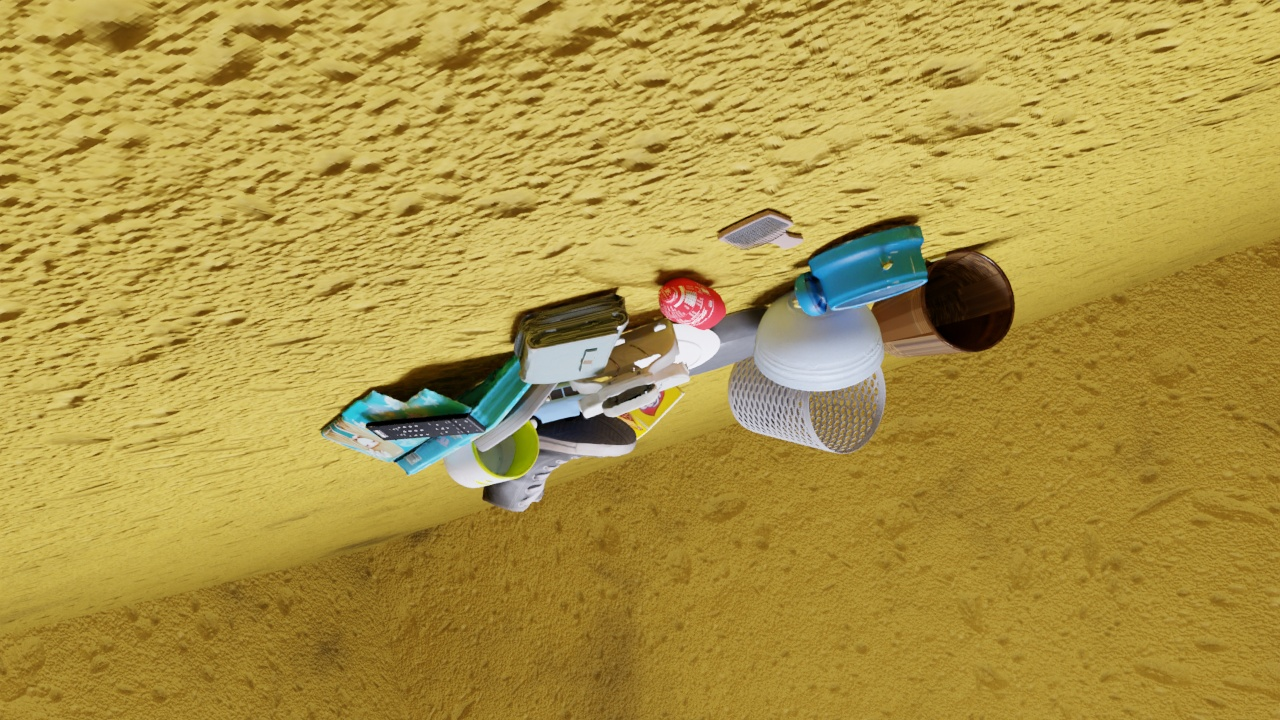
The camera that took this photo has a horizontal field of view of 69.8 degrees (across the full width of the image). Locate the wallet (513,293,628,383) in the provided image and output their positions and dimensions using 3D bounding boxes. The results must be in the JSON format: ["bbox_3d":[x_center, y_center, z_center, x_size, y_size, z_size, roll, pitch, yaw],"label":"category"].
[{"bbox_3d":[-0.066,-0.018,0.857,0.100,0.054,0.132,-18,167,-13],"label":"wallet"}]

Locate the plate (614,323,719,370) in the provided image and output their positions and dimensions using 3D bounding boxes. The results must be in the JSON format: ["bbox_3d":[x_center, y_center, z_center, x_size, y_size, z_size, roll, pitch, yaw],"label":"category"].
[{"bbox_3d":[0.027,-0.006,1.078,0.134,0.011,0.135,-6,155,-3],"label":"plate"}]

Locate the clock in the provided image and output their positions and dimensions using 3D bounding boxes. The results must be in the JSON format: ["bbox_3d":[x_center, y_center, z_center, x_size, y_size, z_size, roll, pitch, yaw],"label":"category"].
[{"bbox_3d":[0.226,-0.089,0.951,0.116,0.060,0.162,-13,172,-34],"label":"clock"}]

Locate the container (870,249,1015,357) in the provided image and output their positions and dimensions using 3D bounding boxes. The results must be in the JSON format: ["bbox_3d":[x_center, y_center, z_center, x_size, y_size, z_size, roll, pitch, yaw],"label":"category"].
[{"bbox_3d":[0.394,-0.065,1.238,0.132,0.132,0.167,-15,176,-16],"label":"container"}]

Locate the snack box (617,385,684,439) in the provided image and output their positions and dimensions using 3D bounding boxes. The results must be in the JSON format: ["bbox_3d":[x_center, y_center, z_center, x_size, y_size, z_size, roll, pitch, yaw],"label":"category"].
[{"bbox_3d":[0.005,0.064,1.342,0.083,0.061,0.106,-45,180,-19],"label":"snack box"}]

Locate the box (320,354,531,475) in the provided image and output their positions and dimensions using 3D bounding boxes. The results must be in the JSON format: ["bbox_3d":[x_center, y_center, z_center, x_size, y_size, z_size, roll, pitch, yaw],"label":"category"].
[{"bbox_3d":[-0.223,0.067,0.979,0.171,0.084,0.228,-11,169,-39],"label":"box"}]

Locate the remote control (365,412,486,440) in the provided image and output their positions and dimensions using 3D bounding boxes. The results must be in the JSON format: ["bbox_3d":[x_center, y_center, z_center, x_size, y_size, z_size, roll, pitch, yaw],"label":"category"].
[{"bbox_3d":[-0.215,0.066,0.910,0.140,0.009,0.030,-7,143,32],"label":"remote control"}]

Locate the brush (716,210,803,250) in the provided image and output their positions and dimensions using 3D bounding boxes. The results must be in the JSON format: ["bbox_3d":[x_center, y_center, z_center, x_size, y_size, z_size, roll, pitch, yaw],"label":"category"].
[{"bbox_3d":[0.113,-0.104,0.786,0.050,0.015,0.135,-23,169,26],"label":"brush"}]

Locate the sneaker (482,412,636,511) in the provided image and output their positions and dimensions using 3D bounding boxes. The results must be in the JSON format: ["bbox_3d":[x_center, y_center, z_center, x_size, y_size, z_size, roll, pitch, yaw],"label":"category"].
[{"bbox_3d":[-0.118,0.137,1.251,0.235,0.120,0.095,-6,-152,4],"label":"sneaker"}]

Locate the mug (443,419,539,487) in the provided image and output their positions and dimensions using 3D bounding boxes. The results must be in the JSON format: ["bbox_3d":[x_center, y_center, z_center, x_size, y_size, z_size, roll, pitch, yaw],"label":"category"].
[{"bbox_3d":[-0.179,0.106,1.088,0.082,0.082,0.106,-12,174,-33],"label":"mug"}]

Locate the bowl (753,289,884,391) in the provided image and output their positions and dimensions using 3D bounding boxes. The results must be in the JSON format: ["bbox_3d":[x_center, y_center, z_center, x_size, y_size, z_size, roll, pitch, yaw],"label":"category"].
[{"bbox_3d":[0.204,-0.039,1.056,0.150,0.150,0.075,-16,127,-10],"label":"bowl"}]

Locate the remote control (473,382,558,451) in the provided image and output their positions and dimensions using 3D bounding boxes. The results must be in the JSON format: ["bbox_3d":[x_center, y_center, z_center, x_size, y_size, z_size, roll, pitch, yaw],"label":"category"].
[{"bbox_3d":[-0.129,0.050,1.002,0.074,0.019,0.150,-34,-169,25],"label":"remote control"}]

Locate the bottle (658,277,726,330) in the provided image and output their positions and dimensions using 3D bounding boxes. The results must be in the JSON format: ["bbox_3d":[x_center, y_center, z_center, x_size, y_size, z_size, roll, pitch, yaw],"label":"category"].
[{"bbox_3d":[0.045,-0.054,0.864,0.042,0.042,0.141,-21,170,18],"label":"bottle"}]

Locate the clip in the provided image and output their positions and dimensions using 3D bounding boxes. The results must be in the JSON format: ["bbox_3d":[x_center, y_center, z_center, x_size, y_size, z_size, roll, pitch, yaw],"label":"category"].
[{"bbox_3d":[-0.009,0.025,0.965,0.126,0.105,0.151,-21,-145,4],"label":"clip"}]

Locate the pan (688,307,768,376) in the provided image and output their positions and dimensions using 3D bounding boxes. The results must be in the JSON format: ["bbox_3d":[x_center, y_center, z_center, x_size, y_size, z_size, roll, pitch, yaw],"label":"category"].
[{"bbox_3d":[0.156,-0.026,1.247,0.356,0.041,0.179,-8,167,-47],"label":"pan"}]

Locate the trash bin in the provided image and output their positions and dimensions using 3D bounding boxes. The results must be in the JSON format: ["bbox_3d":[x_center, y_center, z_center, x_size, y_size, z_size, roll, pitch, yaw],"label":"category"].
[{"bbox_3d":[0.240,0.047,1.364,0.156,0.156,0.184,-12,-170,-34],"label":"trash bin"}]

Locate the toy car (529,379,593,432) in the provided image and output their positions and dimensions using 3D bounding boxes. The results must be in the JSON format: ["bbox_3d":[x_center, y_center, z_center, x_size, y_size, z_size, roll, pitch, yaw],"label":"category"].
[{"bbox_3d":[-0.117,0.059,1.181,0.153,0.055,0.056,-12,-177,-36],"label":"toy car"}]
